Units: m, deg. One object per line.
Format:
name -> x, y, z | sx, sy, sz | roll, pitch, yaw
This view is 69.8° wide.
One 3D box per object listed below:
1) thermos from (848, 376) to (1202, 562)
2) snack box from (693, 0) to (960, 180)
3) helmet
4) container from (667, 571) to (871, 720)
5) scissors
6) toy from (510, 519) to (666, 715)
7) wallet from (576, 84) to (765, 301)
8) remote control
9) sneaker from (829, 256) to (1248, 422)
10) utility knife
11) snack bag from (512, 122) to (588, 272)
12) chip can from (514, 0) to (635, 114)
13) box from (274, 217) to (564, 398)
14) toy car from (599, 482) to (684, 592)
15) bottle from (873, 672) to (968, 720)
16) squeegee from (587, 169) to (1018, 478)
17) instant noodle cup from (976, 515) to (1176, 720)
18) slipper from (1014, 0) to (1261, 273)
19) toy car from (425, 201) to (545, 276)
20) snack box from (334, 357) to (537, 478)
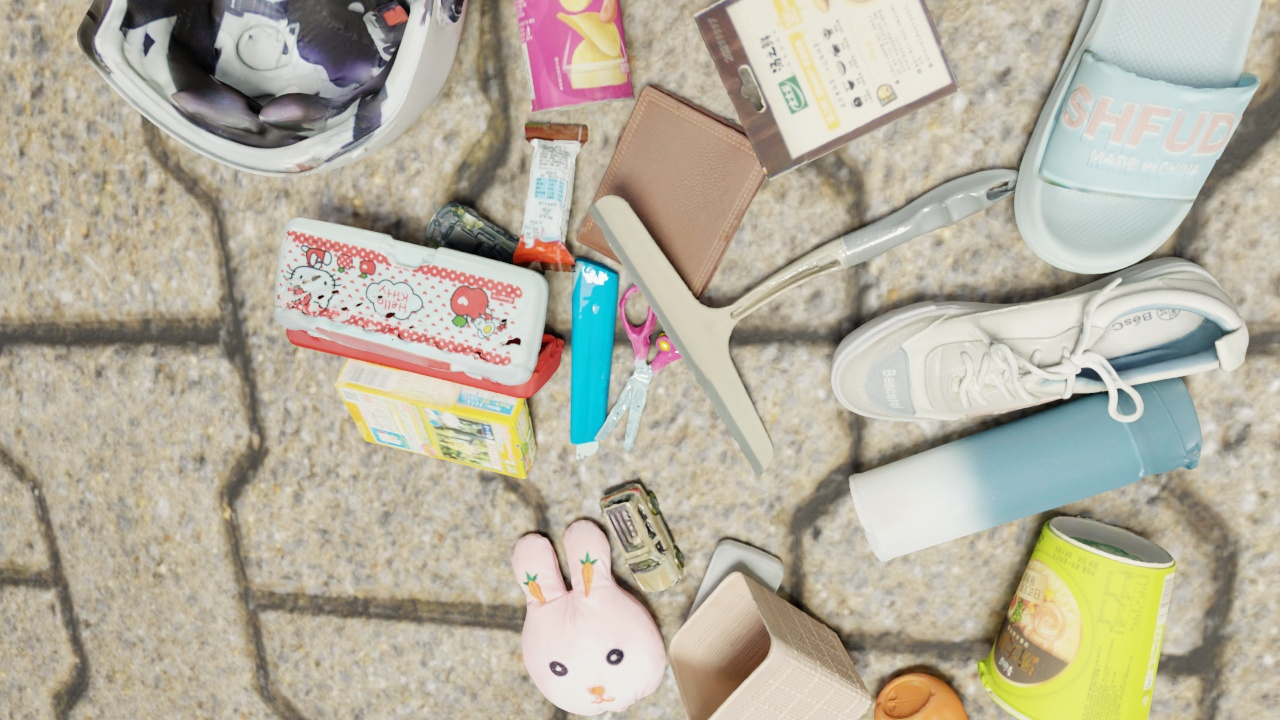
thermos -> 0.253, 0.071, 0.614 | 0.221, 0.070, 0.070 | -23, 100, 18
snack box -> 0.116, -0.191, 0.569 | 0.126, 0.053, 0.113 | -23, 101, 19
helmet -> -0.204, -0.245, 0.581 | 0.229, 0.145, 0.259 | 19, 102, 6
container -> 0.095, 0.229, 0.670 | 0.111, 0.090, 0.090 | 33, 105, -24
scissors -> -0.006, 0.005, 0.674 | 0.083, 0.017, 0.138 | 33, 107, -7
toy -> -0.048, 0.210, 0.737 | 0.121, 0.054, 0.159 | -20, 94, 19
wallet -> 0.022, -0.113, 0.630 | 0.101, 0.032, 0.125 | 29, 111, 7
remote control -> 0.066, 0.205, 0.722 | 0.056, 0.020, 0.136 | 21, 110, 7
sneaker -> 0.242, 0.004, 0.573 | 0.242, 0.090, 0.089 | -13, 116, 15
utility knife -> -0.037, 0.003, 0.685 | 0.034, 0.018, 0.159 | 4, 109, -2
snack bag -> -0.063, -0.113, 0.642 | 0.048, 0.026, 0.104 | 4, 88, 6
chip can -> -0.052, -0.266, 0.577 | 0.071, 0.071, 0.211 | -5, 106, 15
box -> -0.156, -0.044, 0.655 | 0.201, 0.095, 0.102 | 13, 115, 11
toy car -> 0.001, 0.141, 0.711 | 0.042, 0.035, 0.090 | -21, 103, 20
bottle -> 0.234, 0.308, 0.696 | 0.067, 0.066, 0.149 | -27, 106, 19
squeegee -> 0.131, -0.067, 0.611 | 0.247, 0.039, 0.246 | -27, 119, 12
instant noodle cup -> 0.299, 0.175, 0.618 | 0.112, 0.111, 0.123 | 12, 101, 9
slipper -> 0.296, -0.165, 0.517 | 0.104, 0.074, 0.246 | 11, 107, -2
toy car -> -0.111, -0.080, 0.669 | 0.090, 0.034, 0.043 | 31, 108, -13
snack box -> -0.152, 0.043, 0.694 | 0.140, 0.033, 0.087 | 14, 147, 11
